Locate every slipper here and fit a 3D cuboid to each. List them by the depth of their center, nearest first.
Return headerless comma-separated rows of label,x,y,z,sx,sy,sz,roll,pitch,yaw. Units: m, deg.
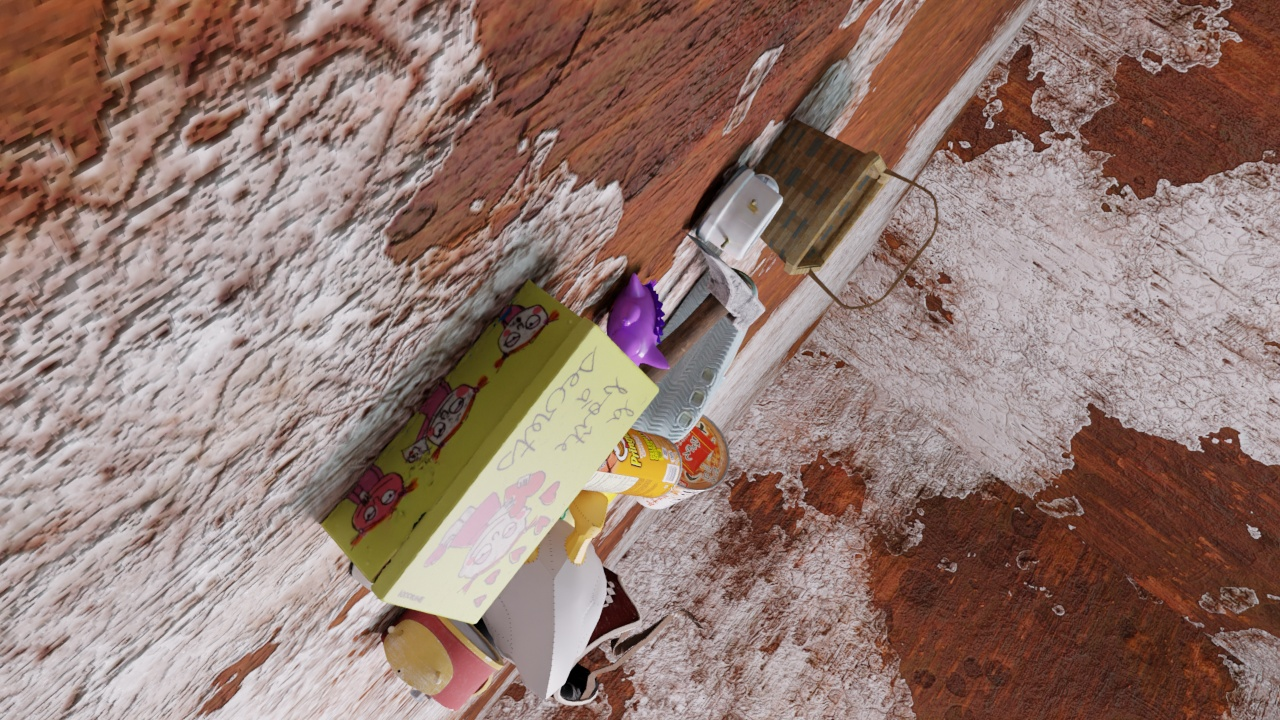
slipper,0.062,-0.001,1.119,0.245,0.104,0.074,-58,165,8

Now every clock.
clock,0.099,-0.147,0.902,0.083,0.057,0.117,-56,176,23
clock,-0.210,0.310,0.961,0.081,0.117,0.159,-46,162,-12

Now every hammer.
hammer,-0.006,0.006,0.979,0.301,0.037,0.217,-45,156,6

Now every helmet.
helmet,-0.095,0.458,1.560,0.233,0.253,0.234,2,124,-47

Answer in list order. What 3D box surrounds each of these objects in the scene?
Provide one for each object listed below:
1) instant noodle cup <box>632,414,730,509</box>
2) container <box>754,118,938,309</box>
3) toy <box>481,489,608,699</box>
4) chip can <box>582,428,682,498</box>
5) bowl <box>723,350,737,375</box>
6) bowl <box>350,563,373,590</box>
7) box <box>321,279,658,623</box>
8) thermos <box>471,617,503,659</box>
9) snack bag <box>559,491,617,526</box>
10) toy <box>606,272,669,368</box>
instant noodle cup,0.042,0.148,1.289,0.123,0.123,0.122,-43,176,-39
container,0.228,-0.160,1.037,0.158,0.186,0.249,-55,169,16
toy,-0.115,0.259,1.004,0.246,0.140,0.268,-109,-152,-55
chip can,-0.029,0.104,0.972,0.075,0.075,0.215,-53,155,6
bowl,0.074,-0.004,1.216,0.118,0.061,0.117,-55,-168,17
bowl,-0.170,0.151,0.747,0.118,0.062,0.118,-49,169,-13
box,-0.097,0.066,0.637,0.221,0.082,0.124,-49,149,-6
thermos,-0.207,0.360,1.228,0.198,0.086,0.086,-36,162,-55
snack bag,-0.075,0.167,1.187,0.246,0.068,0.160,-44,166,-35
toy,-0.003,-0.030,0.830,0.106,0.056,0.088,67,22,-75
